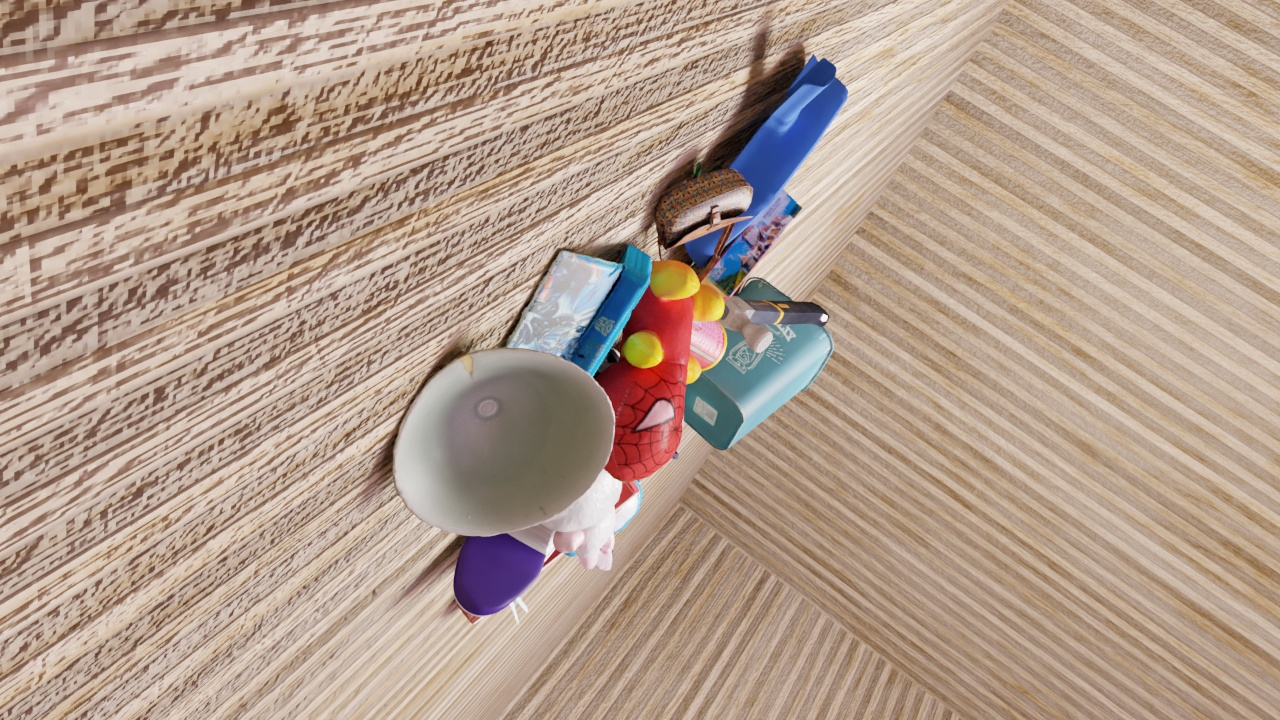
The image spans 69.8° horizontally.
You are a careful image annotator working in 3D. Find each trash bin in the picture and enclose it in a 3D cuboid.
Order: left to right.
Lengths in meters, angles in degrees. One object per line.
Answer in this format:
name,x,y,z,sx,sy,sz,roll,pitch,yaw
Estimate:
trash bin,0.171,0.015,1.558,0.218,0.196,0.200,-40,163,-30

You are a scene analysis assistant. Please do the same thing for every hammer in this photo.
hammer,0.206,-0.068,1.382,0.311,0.139,0.035,-2,130,-54

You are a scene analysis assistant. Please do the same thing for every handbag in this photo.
handbag,0.057,-0.109,0.911,0.093,0.043,0.196,-24,158,-14

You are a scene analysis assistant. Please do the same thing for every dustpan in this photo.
dustpan,0.146,-0.223,0.909,0.245,0.059,0.258,-54,-172,-10

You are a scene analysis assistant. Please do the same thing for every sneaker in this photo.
sneaker,-0.151,0.220,1.069,0.111,0.092,0.243,-54,174,37

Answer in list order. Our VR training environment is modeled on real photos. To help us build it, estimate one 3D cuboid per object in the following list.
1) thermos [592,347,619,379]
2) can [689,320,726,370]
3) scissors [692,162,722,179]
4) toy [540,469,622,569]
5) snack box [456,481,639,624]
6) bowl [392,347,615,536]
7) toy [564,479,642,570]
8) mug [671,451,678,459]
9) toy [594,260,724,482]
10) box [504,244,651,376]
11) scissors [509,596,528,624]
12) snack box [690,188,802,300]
thermos,-0.006,0.006,1.059,0.229,0.068,0.101,-35,133,-65
can,0.045,-0.033,1.037,0.067,0.067,0.124,-55,149,5
scissors,0.047,-0.157,0.911,0.108,0.012,0.131,-59,170,25
toy,-0.066,0.151,1.024,0.138,0.102,0.180,-51,137,-49
snack box,-0.117,0.246,1.210,0.273,0.044,0.076,-39,173,0
bowl,-0.109,0.049,0.707,0.174,0.068,0.174,-11,126,-16
toy,-0.065,0.236,1.442,0.191,0.099,0.224,-20,132,-62
mug,0.009,0.110,1.332,0.086,0.112,0.089,-60,172,3
toy,0.007,0.013,0.900,0.147,0.099,0.216,29,79,-56
box,-0.075,0.016,0.798,0.244,0.060,0.175,-57,168,17
scissors,-0.174,0.281,1.136,0.083,0.016,0.135,-38,121,-55
snack box,0.106,-0.123,1.075,0.144,0.040,0.143,-50,-170,-17
